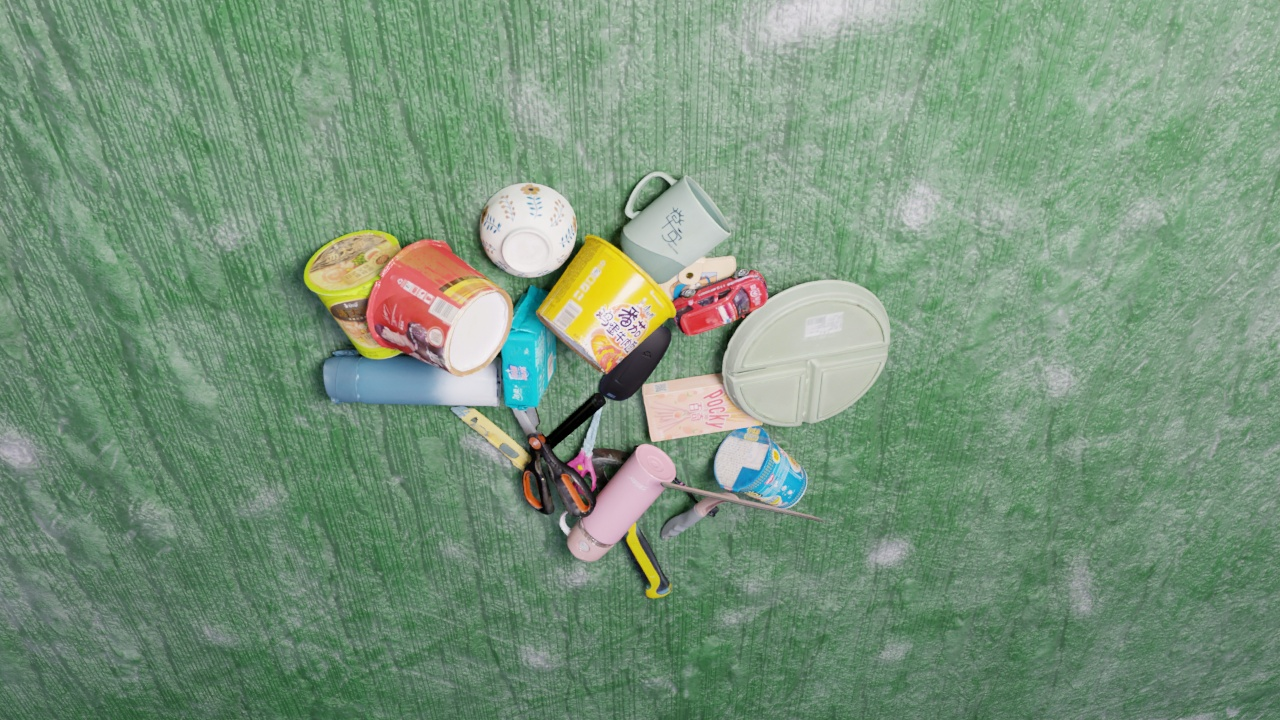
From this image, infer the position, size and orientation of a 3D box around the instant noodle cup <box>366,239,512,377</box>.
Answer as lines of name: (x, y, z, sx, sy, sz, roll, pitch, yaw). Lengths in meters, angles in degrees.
instant noodle cup: (-0.219, -0.051, 1.027, 0.108, 0.137, 0.138, 29, 130, 24)

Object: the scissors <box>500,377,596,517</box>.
scissors: (-0.145, 0.127, 1.249, 0.229, 0.021, 0.190, 48, 133, -4)

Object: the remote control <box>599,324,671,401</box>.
remote control: (-0.007, 0.007, 1.197, 0.053, 0.024, 0.137, 24, 122, -20)

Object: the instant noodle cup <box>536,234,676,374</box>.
instant noodle cup: (-0.045, -0.058, 1.054, 0.109, 0.138, 0.138, -49, 121, -7)

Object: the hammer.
hammer: (-0.018, 0.250, 1.376, 0.126, 0.031, 0.323, -18, 126, 10)

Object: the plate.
plate: (0.219, -0.001, 1.185, 0.230, 0.027, 0.231, -9, 129, -11)

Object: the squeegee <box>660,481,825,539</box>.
squeegee: (0.090, 0.217, 1.313, 0.247, 0.040, 0.250, 15, 153, -21)

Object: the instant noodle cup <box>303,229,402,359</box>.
instant noodle cup: (-0.314, -0.069, 1.071, 0.112, 0.111, 0.123, -10, 135, 3)

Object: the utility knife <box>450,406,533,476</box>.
utility knife: (-0.198, 0.109, 1.270, 0.031, 0.018, 0.166, -36, 117, 14)

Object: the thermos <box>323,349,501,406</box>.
thermos: (-0.287, 0.023, 1.164, 0.220, 0.070, 0.070, 2, 127, -5)

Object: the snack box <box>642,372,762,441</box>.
snack box: (0.085, 0.060, 1.244, 0.157, 0.026, 0.084, -9, 127, 3)

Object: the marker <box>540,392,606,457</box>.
marker: (-0.098, 0.089, 1.255, 0.132, 0.020, 0.022, -41, 157, 24)

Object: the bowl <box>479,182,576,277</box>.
bowl: (-0.130, -0.140, 1.054, 0.113, 0.062, 0.114, -1, 126, -2)

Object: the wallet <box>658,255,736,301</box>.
wallet: (0.060, -0.094, 1.129, 0.115, 0.024, 0.087, -2, 132, -2)

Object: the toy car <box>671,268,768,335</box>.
toy car: (0.097, -0.068, 1.111, 0.120, 0.045, 0.053, -23, 129, 8)

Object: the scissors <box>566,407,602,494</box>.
scissors: (-0.072, 0.121, 1.260, 0.056, 0.017, 0.133, 22, 102, 17)

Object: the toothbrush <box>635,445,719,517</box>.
toothbrush: (0.056, 0.175, 1.337, 0.018, 0.014, 0.189, -40, 120, 11)

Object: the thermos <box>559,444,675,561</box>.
thermos: (-0.039, 0.197, 1.279, 0.087, 0.067, 0.199, 43, 121, 6)

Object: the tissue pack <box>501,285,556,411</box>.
tissue pack: (-0.138, -0.015, 1.127, 0.050, 0.093, 0.134, 9, 127, 7)

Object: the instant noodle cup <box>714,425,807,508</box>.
instant noodle cup: (0.174, 0.157, 1.288, 0.099, 0.099, 0.110, -40, 129, 23)

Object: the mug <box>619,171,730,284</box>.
mug: (0.028, -0.156, 1.047, 0.106, 0.082, 0.111, -36, 90, 20)
